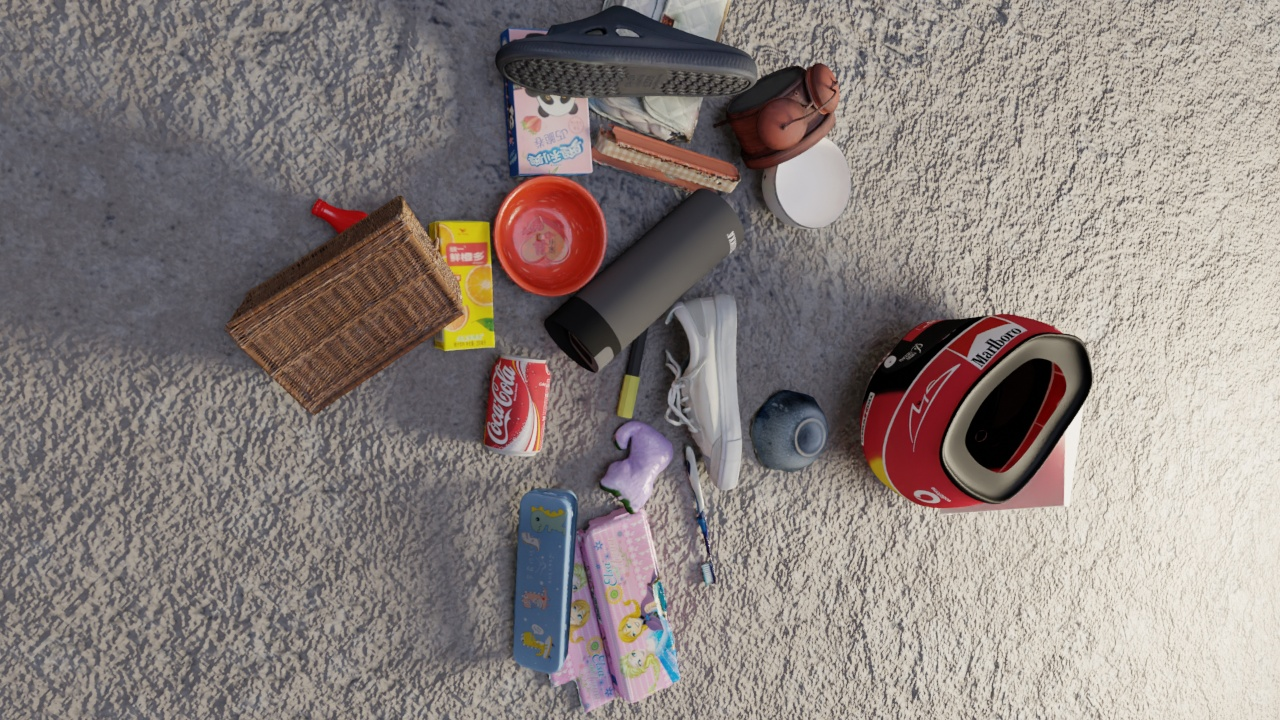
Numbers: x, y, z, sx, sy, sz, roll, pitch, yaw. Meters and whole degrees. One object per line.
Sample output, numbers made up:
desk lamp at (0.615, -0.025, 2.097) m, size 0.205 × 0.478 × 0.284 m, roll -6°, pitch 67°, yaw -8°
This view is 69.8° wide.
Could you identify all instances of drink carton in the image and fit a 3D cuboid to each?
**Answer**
drink carton at (-0.190, -0.080, 0.974) m, size 0.058 × 0.043 × 0.134 m, roll -5°, pitch 99°, yaw -28°

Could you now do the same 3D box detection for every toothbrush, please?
toothbrush at (0.072, 0.193, 1.144) m, size 0.017 × 0.016 × 0.189 m, roll -13°, pitch 101°, yaw -14°

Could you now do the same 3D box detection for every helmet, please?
helmet at (0.399, 0.055, 1.167) m, size 0.197 × 0.224 × 0.271 m, roll 35°, pitch 93°, yaw -22°

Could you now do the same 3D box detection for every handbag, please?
handbag at (0.024, -0.356, 1.029) m, size 0.138 × 0.072 × 0.195 m, roll 16°, pitch 89°, yaw -26°

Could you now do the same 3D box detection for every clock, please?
clock at (0.167, -0.285, 1.060) m, size 0.120 × 0.158 × 0.072 m, roll -42°, pitch 117°, yaw -16°

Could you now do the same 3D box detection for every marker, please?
marker at (-0.006, 0.006, 1.084) m, size 0.021 × 0.017 × 0.124 m, roll 13°, pitch 88°, yaw -59°

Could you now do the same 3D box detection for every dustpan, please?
dustpan at (0.504, 0.080, 1.235) m, size 0.053 × 0.192 × 0.257 m, roll 19°, pitch 70°, yaw -26°

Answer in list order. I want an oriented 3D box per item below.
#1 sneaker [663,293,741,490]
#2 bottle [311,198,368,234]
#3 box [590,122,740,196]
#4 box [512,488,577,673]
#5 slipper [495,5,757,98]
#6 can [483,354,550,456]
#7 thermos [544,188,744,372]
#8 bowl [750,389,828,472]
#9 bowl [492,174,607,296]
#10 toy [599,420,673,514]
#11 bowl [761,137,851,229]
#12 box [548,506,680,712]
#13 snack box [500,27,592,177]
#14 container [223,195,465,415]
sneaker at (0.071, 0.041, 1.095) m, size 0.091 × 0.089 × 0.242 m, roll -4°, pitch 108°, yaw 1°
bottle at (-0.275, -0.127, 0.930) m, size 0.119 × 0.036 × 0.036 m, roll 29°, pitch 83°, yaw -25°
box at (0.022, -0.229, 1.069) m, size 0.188 × 0.064 × 0.056 m, roll 14°, pitch 53°, yaw -24°
box at (-0.108, 0.248, 1.024) m, size 0.068 × 0.059 × 0.210 m, roll 3°, pitch 97°, yaw -8°
slipper at (-0.012, -0.320, 0.932) m, size 0.268 × 0.111 × 0.083 m, roll 1°, pitch 89°, yaw -8°
can at (-0.134, 0.048, 1.001) m, size 0.064 × 0.064 × 0.105 m, roll 6°, pitch 93°, yaw -26°
thermos at (0.007, -0.091, 1.044) m, size 0.240 × 0.082 × 0.082 m, roll -42°, pitch 111°, yaw -16°
bowl at (0.201, 0.094, 1.173) m, size 0.110 × 0.055 × 0.110 m, roll -3°, pitch 97°, yaw -26°
bowl at (-0.104, -0.136, 1.006) m, size 0.130 × 0.045 × 0.130 m, roll -3°, pitch 97°, yaw -26°
toy at (-0.008, 0.122, 1.084) m, size 0.080 × 0.036 × 0.099 m, roll 40°, pitch 70°, yaw -11°
bowl at (0.196, -0.218, 1.132) m, size 0.113 × 0.063 × 0.113 m, roll -3°, pitch 96°, yaw -26°
box at (-0.045, 0.303, 1.088) m, size 0.159 × 0.035 × 0.230 m, roll -17°, pitch 102°, yaw -24°
snack box at (-0.102, -0.278, 0.999) m, size 0.087 × 0.033 × 0.154 m, roll -6°, pitch 98°, yaw -25°
container at (-0.272, -0.055, 0.872) m, size 0.198 × 0.113 × 0.113 m, roll -34°, pitch 114°, yaw 0°
